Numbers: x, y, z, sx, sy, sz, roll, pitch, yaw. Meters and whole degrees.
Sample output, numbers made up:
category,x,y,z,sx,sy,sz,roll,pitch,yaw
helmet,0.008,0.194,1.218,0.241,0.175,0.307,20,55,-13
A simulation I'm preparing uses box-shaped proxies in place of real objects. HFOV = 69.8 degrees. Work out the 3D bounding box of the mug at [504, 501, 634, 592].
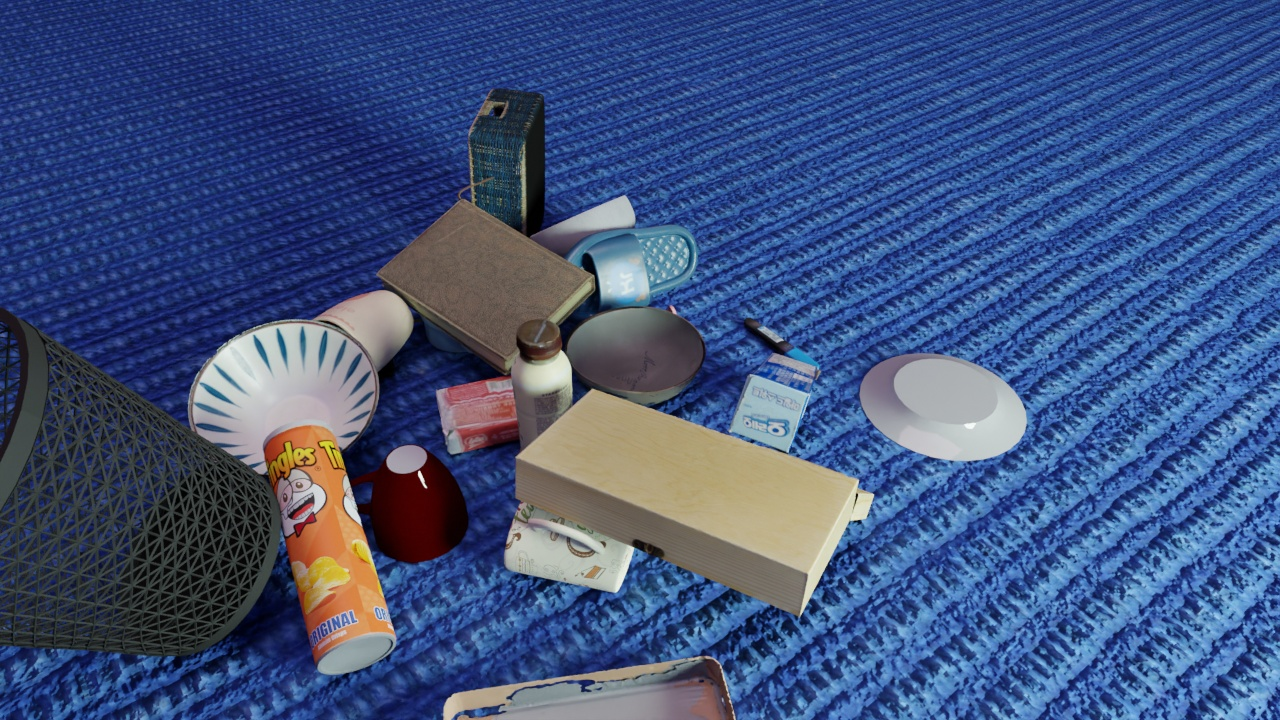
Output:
category,x,y,z,sx,sy,sz,roll,pitch,yaw
mug,-0.058,0.150,0.777,0.097,0.122,0.081,17,71,9

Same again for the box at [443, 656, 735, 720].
category,x,y,z,sx,sy,sz,roll,pitch,yaw
box,-0.032,0.295,0.655,0.216,0.043,0.148,-6,35,-8

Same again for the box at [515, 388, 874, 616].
category,x,y,z,sx,sy,sz,roll,pitch,yaw
box,0.060,0.099,0.793,0.247,0.097,0.260,19,10,21

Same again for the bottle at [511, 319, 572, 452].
category,x,y,z,sx,sy,sz,roll,pitch,yaw
bottle,-0.092,0.036,0.872,0.056,0.162,0.056,0,39,0

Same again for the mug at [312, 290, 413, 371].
category,x,y,z,sx,sy,sz,roll,pitch,yaw
mug,-0.314,-0.026,1.006,0.112,0.085,0.104,-13,21,31

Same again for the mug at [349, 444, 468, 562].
category,x,y,z,sx,sy,sz,roll,pitch,yaw
mug,-0.217,0.120,0.828,0.114,0.088,0.087,2,39,2

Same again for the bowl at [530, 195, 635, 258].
category,x,y,z,sx,sy,sz,roll,pitch,yaw
bowl,-0.067,-0.153,1.159,0.132,0.064,0.131,-23,9,4

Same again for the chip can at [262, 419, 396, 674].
category,x,y,z,sx,sy,sz,roll,pitch,yaw
chip can,-0.264,0.151,0.770,0.062,0.062,0.210,-17,57,-19

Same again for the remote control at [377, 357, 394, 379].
category,x,y,z,sx,sy,sz,roll,pitch,yaw
remote control,-0.306,-0.017,1.058,0.039,0.010,0.124,-13,41,-16

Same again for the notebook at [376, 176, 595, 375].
category,x,y,z,sx,sy,sz,roll,pitch,yaw
notebook,-0.163,-0.104,1.034,0.215,0.034,0.189,32,66,25

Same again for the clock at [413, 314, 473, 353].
category,x,y,z,sx,sy,sz,roll,pitch,yaw
clock,-0.199,-0.048,1.064,0.124,0.052,0.088,18,42,20

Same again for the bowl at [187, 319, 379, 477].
category,x,y,z,sx,sy,sz,roll,pitch,yaw
bowl,-0.346,0.051,0.914,0.177,0.071,0.177,3,57,-4

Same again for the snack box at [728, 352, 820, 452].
category,x,y,z,sx,sy,sz,roll,pitch,yaw
snack box,0.131,0.034,0.867,0.059,0.059,0.226,19,10,11

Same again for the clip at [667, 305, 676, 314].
category,x,y,z,sx,sy,sz,roll,pitch,yaw
clip,0.034,-0.041,1.080,0.035,0.022,0.057,-18,44,-26

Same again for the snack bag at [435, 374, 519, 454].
category,x,y,z,sx,sy,sz,roll,pitch,yaw
snack bag,-0.151,0.052,0.953,0.115,0.036,0.077,-12,41,-15

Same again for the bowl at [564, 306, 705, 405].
category,x,y,z,sx,sy,sz,roll,pitch,yaw
bowl,-0.006,0.006,0.993,0.151,0.057,0.150,0,40,0

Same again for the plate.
category,x,y,z,sx,sy,sz,roll,pitch,yaw
plate,0.325,0.039,0.981,0.173,0.019,0.172,0,39,0

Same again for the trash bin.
category,x,y,z,sx,sy,sz,roll,pitch,yaw
trash bin,-0.416,0.113,0.675,0.217,0.243,0.216,-12,59,21

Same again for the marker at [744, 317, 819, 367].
category,x,y,z,sx,sy,sz,roll,pitch,yaw
marker,0.161,-0.017,1.056,0.018,0.015,0.123,-19,40,-27

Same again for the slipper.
category,x,y,z,sx,sy,sz,roll,pitch,yaw
slipper,-0.010,-0.110,1.098,0.213,0.104,0.059,-23,22,-32

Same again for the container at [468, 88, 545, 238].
category,x,y,z,sx,sy,sz,roll,pitch,yaw
container,-0.168,-0.236,1.188,0.071,0.188,0.145,6,39,2
